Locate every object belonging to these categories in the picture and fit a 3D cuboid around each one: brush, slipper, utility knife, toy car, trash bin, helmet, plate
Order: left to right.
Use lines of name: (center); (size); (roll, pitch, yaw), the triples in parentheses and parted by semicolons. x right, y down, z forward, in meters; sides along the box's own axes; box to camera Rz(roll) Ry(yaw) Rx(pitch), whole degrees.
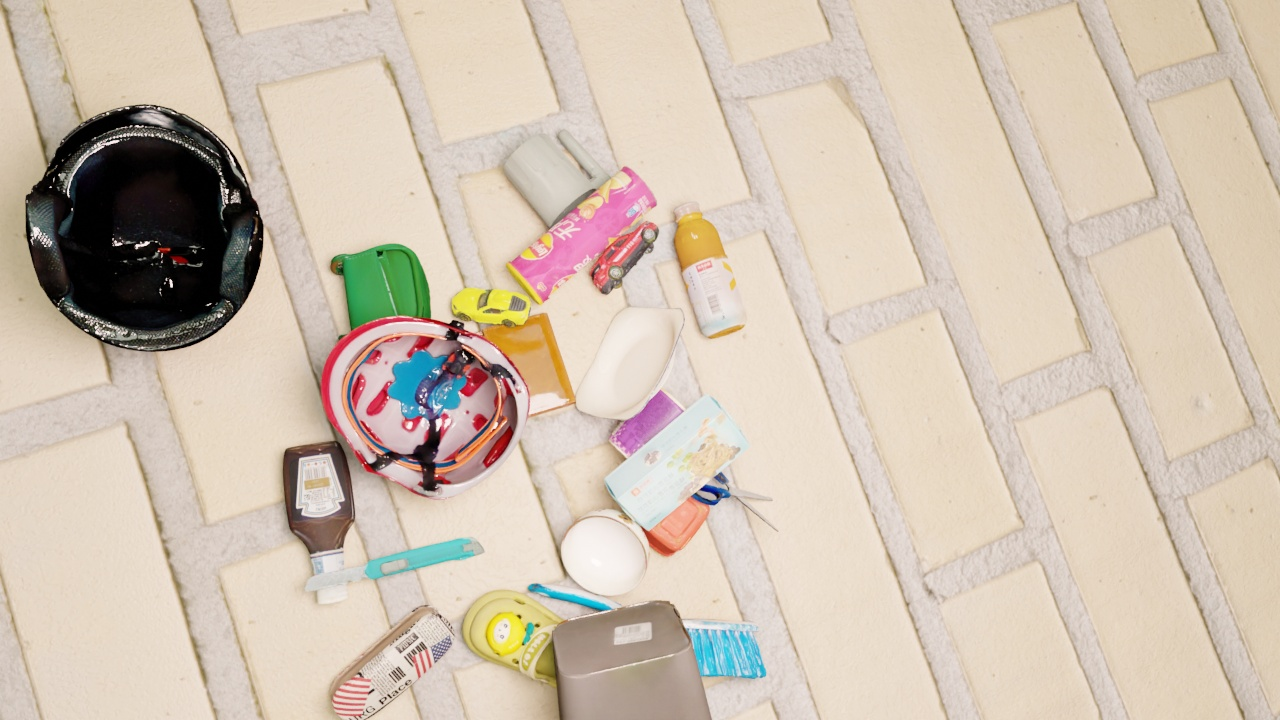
helmet: (-0.563, -0.142, 1.058); (0.233, 0.231, 0.274); (3, 81, -26)
utility knife: (-0.300, 0.253, 1.136); (0.221, 0.013, 0.029); (-10, 85, -25)
helmet: (-0.262, 0.042, 1.127); (0.240, 0.144, 0.207); (35, 93, -13)
toy car: (-0.197, -0.074, 1.211); (0.105, 0.032, 0.048); (6, 54, 2)
slipper: (-0.127, 0.353, 1.143); (0.190, 0.082, 0.091); (29, 73, -8)
toy car: (-0.022, -0.145, 1.262); (0.045, 0.053, 0.120); (42, 77, 7)
plate: (-0.007, 0.007, 1.196); (0.034, 0.164, 0.163); (34, 75, -33)
trash bin: (-0.006, 0.418, 1.066); (0.198, 0.199, 0.220); (-9, 99, -8)
brush: (0.008, 0.352, 1.188); (0.314, 0.061, 0.109); (5, 74, -9)

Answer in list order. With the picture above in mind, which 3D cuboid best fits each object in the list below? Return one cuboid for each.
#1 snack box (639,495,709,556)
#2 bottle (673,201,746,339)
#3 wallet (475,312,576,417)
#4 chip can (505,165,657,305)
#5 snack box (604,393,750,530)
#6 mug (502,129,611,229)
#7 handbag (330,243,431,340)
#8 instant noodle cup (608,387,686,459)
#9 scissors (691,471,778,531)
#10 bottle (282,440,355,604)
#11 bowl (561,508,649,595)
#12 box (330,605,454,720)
snack box: (0.041, 0.204, 1.202); (0.082, 0.080, 0.091); (39, 75, -2)
bottle: (0.091, -0.127, 1.275); (0.068, 0.068, 0.189); (-16, 84, -14)
wallet: (-0.160, 0.011, 1.216); (0.119, 0.035, 0.130); (-17, 81, -12)
chip can: (-0.078, -0.168, 1.227); (0.210, 0.071, 0.071); (-41, 91, -6)
snack box: (0.046, 0.127, 1.142); (0.175, 0.051, 0.074); (-40, 126, 0)
mug: (-0.112, -0.254, 1.253); (0.103, 0.084, 0.123); (48, 57, 1)
handbag: (-0.334, -0.083, 1.184); (0.120, 0.068, 0.131); (-8, 83, -5)
instant noodle cup: (0.020, 0.098, 1.206); (0.111, 0.111, 0.099); (43, 84, -2)
scissors: (0.114, 0.169, 1.222); (0.162, 0.175, 0.012); (50, 117, 30)
bottle: (-0.392, 0.200, 1.132); (0.079, 0.044, 0.194); (-8, 83, -13)
bowl: (-0.039, 0.237, 1.179); (0.113, 0.062, 0.113); (5, 109, 15)
box: (-0.295, 0.370, 1.104); (0.163, 0.081, 0.075); (-38, 95, -18)
